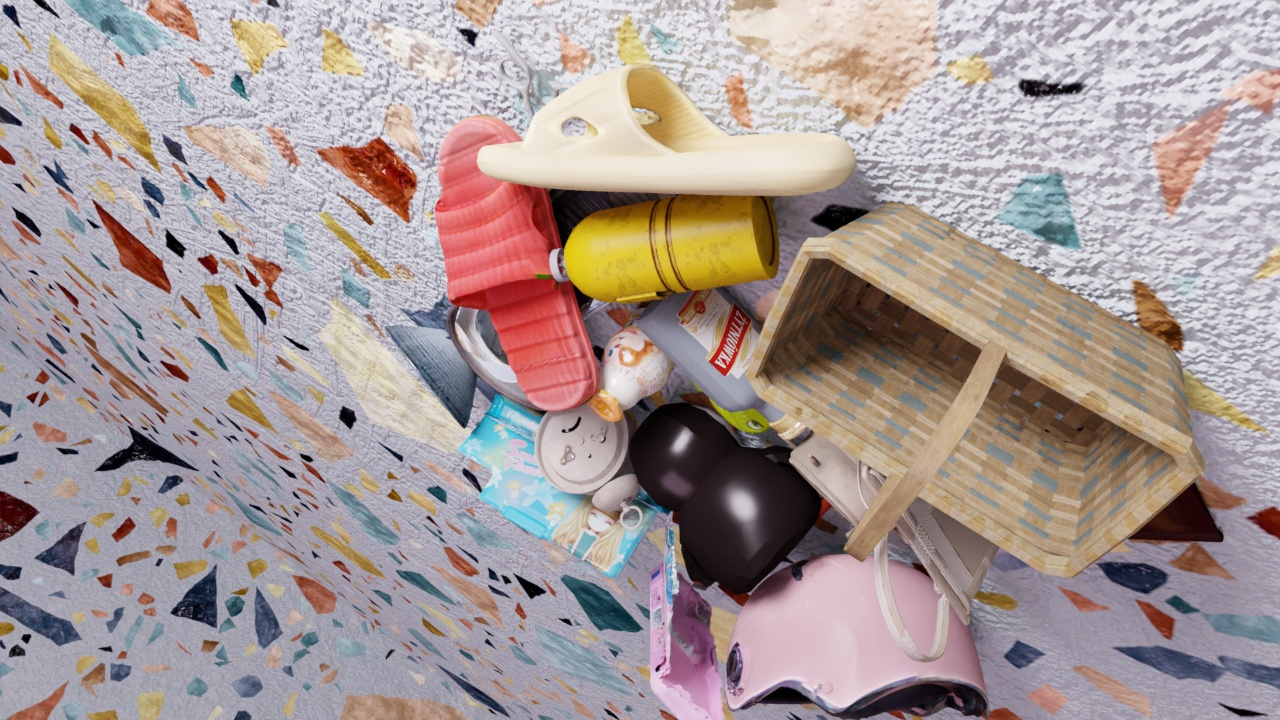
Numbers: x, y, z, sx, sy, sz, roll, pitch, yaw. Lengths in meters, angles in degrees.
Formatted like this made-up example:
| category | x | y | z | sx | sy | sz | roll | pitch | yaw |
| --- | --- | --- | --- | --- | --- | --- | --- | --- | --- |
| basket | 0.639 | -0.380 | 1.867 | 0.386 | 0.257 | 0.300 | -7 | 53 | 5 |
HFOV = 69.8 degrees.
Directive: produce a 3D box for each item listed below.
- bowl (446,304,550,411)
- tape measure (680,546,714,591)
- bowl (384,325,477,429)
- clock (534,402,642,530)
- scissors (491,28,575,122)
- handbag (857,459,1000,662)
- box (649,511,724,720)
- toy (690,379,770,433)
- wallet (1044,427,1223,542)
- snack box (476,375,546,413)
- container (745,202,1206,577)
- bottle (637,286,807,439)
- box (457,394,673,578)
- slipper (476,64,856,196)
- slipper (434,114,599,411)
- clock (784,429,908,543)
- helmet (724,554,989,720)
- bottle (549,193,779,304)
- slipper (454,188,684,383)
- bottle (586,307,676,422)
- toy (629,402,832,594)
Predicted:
| category | x | y | z | sx | sy | sz | roll | pitch | yaw |
| --- | --- | --- | --- | --- | --- | --- | --- | --- | --- |
| bowl | -0.114 | -0.024 | 0.911 | 0.145 | 0.067 | 0.145 | 25 | 146 | 18 |
| tape measure | 0.079 | 0.220 | 1.041 | 0.038 | 0.058 | 0.058 | 9 | 125 | 39 |
| bowl | -0.208 | 0.002 | 0.979 | 0.137 | 0.057 | 0.137 | 50 | 171 | 11 |
| clock | -0.039 | 0.104 | 0.929 | 0.156 | 0.103 | 0.061 | 58 | -170 | 27 |
| scissors | -0.088 | -0.185 | 0.727 | 0.117 | 0.014 | 0.162 | 32 | 147 | -11 |
| handbag | 0.205 | 0.127 | 0.667 | 0.062 | 0.197 | 0.175 | -21 | 118 | 34 |
| box | 0.032 | 0.250 | 0.913 | 0.063 | 0.230 | 0.160 | -18 | 102 | 5 |
| toy | 0.084 | 0.027 | 0.816 | 0.094 | 0.036 | 0.093 | 11 | 137 | 45 |
| wallet | 0.349 | 0.093 | 0.660 | 0.092 | 0.018 | 0.115 | -10 | 127 | 49 |
| snack box | -0.139 | 0.008 | 1.014 | 0.147 | 0.025 | 0.080 | 27 | 146 | 17 |
| container | 0.186 | 0.033 | 0.562 | 0.250 | 0.185 | 0.158 | 32 | 142 | 13 |
| bottle | 0.076 | 0.000 | 0.752 | 0.161 | 0.072 | 0.046 | 44 | 153 | -11 |
| box | -0.078 | 0.118 | 0.996 | 0.227 | 0.169 | 0.085 | 27 | 117 | 15 |
| slipper | 0.013 | -0.155 | 0.607 | 0.262 | 0.111 | 0.079 | 9 | 109 | 25 |
| slipper | -0.108 | -0.066 | 0.728 | 0.104 | 0.059 | 0.249 | -8 | 107 | 32 |
| clock | 0.179 | 0.112 | 0.777 | 0.141 | 0.054 | 0.093 | 45 | 180 | -15 |
| helmet | 0.191 | 0.268 | 0.879 | 0.229 | 0.152 | 0.256 | 5 | 156 | -17 |
| bottle | 0.012 | -0.080 | 0.666 | 0.164 | 0.070 | 0.071 | -7 | 130 | 23 |
| slipper | -0.061 | -0.080 | 0.775 | 0.111 | 0.062 | 0.265 | 44 | 124 | -3 |
| bottle | -0.005 | 0.005 | 0.802 | 0.063 | 0.108 | 0.063 | 24 | 146 | 18 |
| toy | 0.066 | 0.119 | 0.854 | 0.184 | 0.139 | 0.159 | 42 | 113 | 12 |
